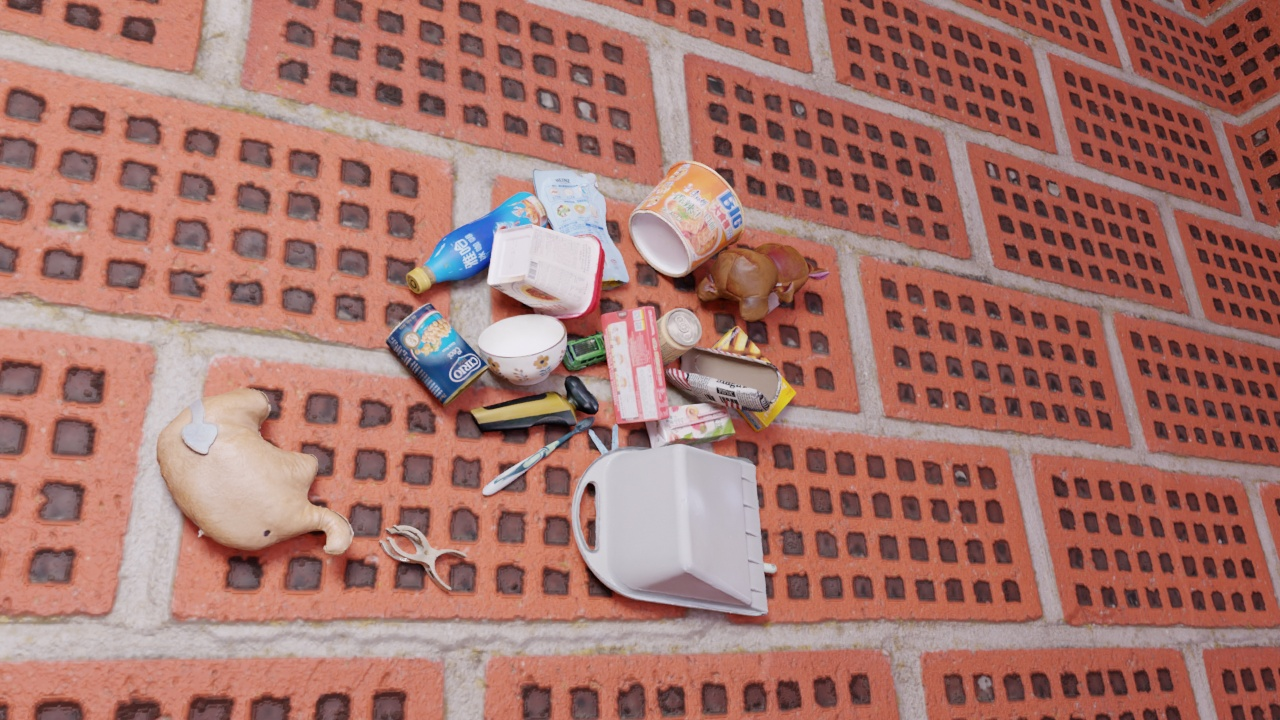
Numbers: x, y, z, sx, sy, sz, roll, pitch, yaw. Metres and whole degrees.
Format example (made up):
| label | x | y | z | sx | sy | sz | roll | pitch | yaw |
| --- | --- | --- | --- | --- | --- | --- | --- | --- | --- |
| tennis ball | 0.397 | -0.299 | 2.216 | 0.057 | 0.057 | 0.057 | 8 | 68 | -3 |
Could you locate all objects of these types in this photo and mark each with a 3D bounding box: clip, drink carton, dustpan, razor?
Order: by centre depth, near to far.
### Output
| label | x | y | z | sx | sy | sz | roll | pitch | yaw |
| --- | --- | --- | --- | --- | --- | --- | --- | --- | --- |
| clip | -0.252 | 0.224 | 1.065 | 0.100 | 0.035 | 0.071 | 36 | 56 | -17 |
| razor | -0.137 | 0.060 | 1.185 | 0.167 | 0.062 | 0.068 | -9 | 105 | -26 |
| dustpan | 0.040 | 0.218 | 1.217 | 0.257 | 0.143 | 0.222 | 33 | 48 | -49 |
| drink carton | 0.071 | 0.090 | 1.289 | 0.122 | 0.046 | 0.053 | -5 | 71 | -31 |

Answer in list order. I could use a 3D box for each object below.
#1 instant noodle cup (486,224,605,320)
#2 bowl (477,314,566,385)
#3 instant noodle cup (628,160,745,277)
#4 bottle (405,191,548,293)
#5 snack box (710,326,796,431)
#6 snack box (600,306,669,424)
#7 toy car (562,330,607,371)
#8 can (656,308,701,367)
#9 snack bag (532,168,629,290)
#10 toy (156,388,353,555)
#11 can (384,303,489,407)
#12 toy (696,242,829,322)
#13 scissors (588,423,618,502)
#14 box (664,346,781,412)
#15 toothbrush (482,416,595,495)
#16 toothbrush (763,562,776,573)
| label | x | y | z | sx | sy | sz | roll | pitch | yaw |
| --- | --- | --- | --- | --- | --- | --- | --- | --- | --- |
| instant noodle cup | -0.126 | -0.120 | 1.203 | 0.124 | 0.117 | 0.116 | 20 | 74 | -47 |
| bowl | -0.149 | -0.007 | 1.187 | 0.113 | 0.113 | 0.062 | -27 | 126 | -34 |
| instant noodle cup | 0.062 | -0.201 | 1.352 | 0.151 | 0.152 | 0.111 | 48 | 64 | -3 |
| bottle | -0.219 | -0.153 | 1.221 | 0.218 | 0.065 | 0.065 | -38 | 91 | -34 |
| snack box | 0.159 | 0.027 | 1.373 | 0.140 | 0.034 | 0.086 | 50 | 56 | -4 |
| snack box | -0.007 | 0.007 | 1.239 | 0.025 | 0.075 | 0.153 | -9 | 91 | -53 |
| toy car | -0.067 | -0.015 | 1.265 | 0.091 | 0.036 | 0.043 | -19 | 78 | -37 |
| can | 0.033 | -0.025 | 1.273 | 0.058 | 0.117 | 0.058 | 11 | 65 | -25 |
| snack bag | -0.087 | -0.192 | 1.326 | 0.110 | 0.039 | 0.191 | -11 | 74 | -26 |
| toy | -0.413 | 0.138 | 0.983 | 0.143 | 0.083 | 0.226 | -40 | 94 | -26 |
| can | -0.252 | -0.008 | 1.135 | 0.111 | 0.075 | 0.075 | 48 | 55 | -3 |
| toy | 0.187 | -0.121 | 1.400 | 0.140 | 0.131 | 0.199 | 27 | 36 | 29 |
| scissors | -0.025 | 0.148 | 1.232 | 0.113 | 0.017 | 0.134 | 13 | 60 | -22 |
| box | 0.109 | 0.031 | 1.271 | 0.087 | 0.163 | 0.076 | -17 | 118 | -54 |
| toothbrush | -0.128 | 0.121 | 1.184 | 0.191 | 0.018 | 0.016 | -33 | 88 | -35 |
| toothbrush | 0.106 | 0.271 | 1.249 | 0.189 | 0.020 | 0.029 | 15 | 27 | -23 |
